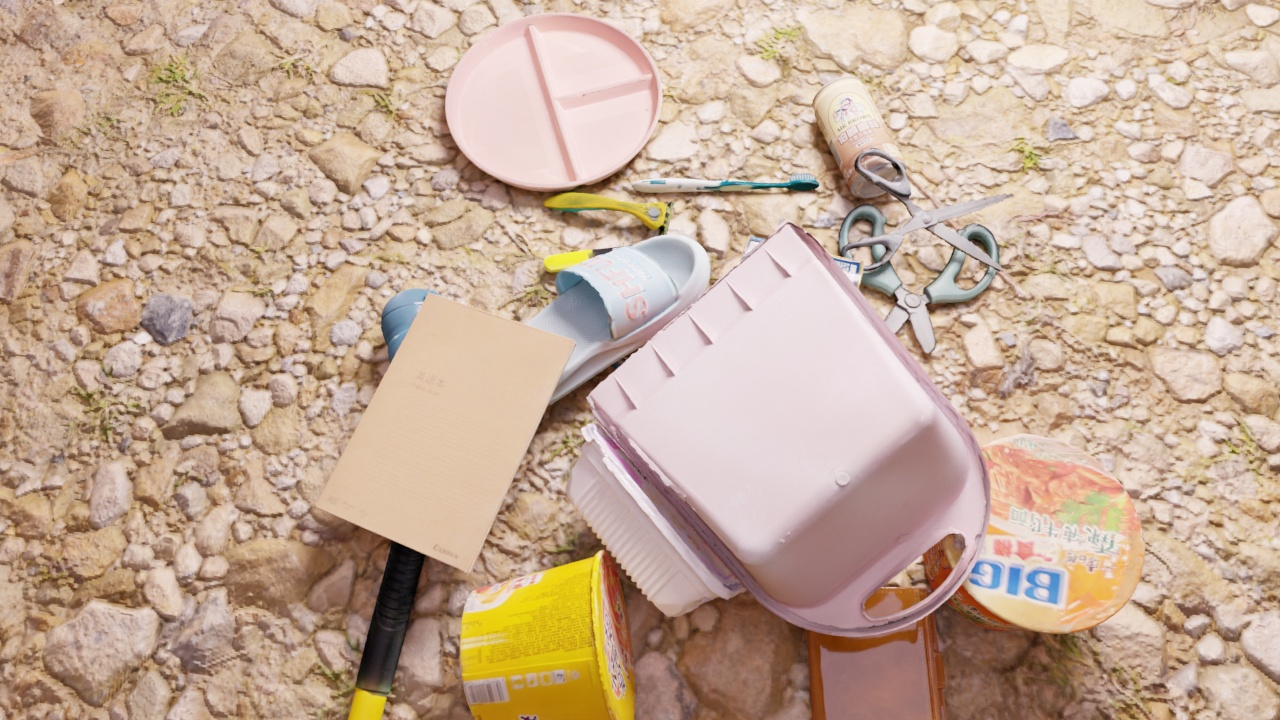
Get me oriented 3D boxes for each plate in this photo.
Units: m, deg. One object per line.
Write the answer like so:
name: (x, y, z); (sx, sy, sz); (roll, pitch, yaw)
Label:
plate: (-0.091, -0.274, 0.976); (0.229, 0.028, 0.229); (0, 67, 1)

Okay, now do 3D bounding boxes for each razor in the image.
razor: (-0.034, -0.152, 0.923); (0.132, 0.028, 0.043); (10, 70, 8)

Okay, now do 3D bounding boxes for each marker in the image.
marker: (-0.034, -0.102, 0.907); (0.124, 0.015, 0.018); (-8, 67, -5)

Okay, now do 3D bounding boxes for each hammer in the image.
hammer: (-0.215, 0.267, 0.740); (0.129, 0.033, 0.300); (7, 67, 4)

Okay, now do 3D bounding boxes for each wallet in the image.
wallet: (0.195, 0.248, 0.735); (0.119, 0.035, 0.130); (0, 68, 2)

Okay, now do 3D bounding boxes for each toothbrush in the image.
toothbrush: (0.086, -0.182, 0.937); (0.191, 0.016, 0.018); (0, 56, 1)

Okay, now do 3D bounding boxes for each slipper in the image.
slipper: (-0.050, -0.044, 0.835); (0.245, 0.074, 0.104); (-37, 45, -11)

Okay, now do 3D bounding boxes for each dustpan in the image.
dustpan: (0.122, 0.068, 0.702); (0.223, 0.139, 0.273); (-39, 50, 6)

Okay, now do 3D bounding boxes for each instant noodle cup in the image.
instant noodle cup: (0.010, 0.135, 0.746); (0.060, 0.138, 0.173); (-46, 71, 7)
instant noodle cup: (-0.070, 0.223, 0.706); (0.110, 0.138, 0.138); (-11, 66, 7)
instant noodle cup: (0.300, 0.148, 0.734); (0.151, 0.111, 0.151); (-1, 66, 1)

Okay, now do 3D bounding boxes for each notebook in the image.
notebook: (-0.163, 0.054, 0.772); (0.149, 0.012, 0.211); (19, 72, 16)

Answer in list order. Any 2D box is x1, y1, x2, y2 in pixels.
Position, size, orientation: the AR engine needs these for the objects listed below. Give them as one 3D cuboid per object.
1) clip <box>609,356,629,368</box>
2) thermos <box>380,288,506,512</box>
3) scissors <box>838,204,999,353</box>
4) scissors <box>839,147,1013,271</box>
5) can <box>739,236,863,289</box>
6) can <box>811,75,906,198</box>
clip: (-0.005, 0.004, 0.854); (0.056, 0.024, 0.027); (15, 71, 4)
thermos: (-0.180, 0.038, 0.820); (0.070, 0.070, 0.220); (-19, 68, -7)
scissors: (0.279, -0.089, 0.890); (0.181, 0.019, 0.170); (-14, 65, -5)
scissors: (0.267, -0.131, 0.873); (0.181, 0.014, 0.159); (43, 91, 1)
can: (0.143, -0.068, 0.853); (0.111, 0.075, 0.075); (15, 67, 8)
can: (0.220, -0.226, 0.929); (0.058, 0.059, 0.116); (-16, 67, -5)
